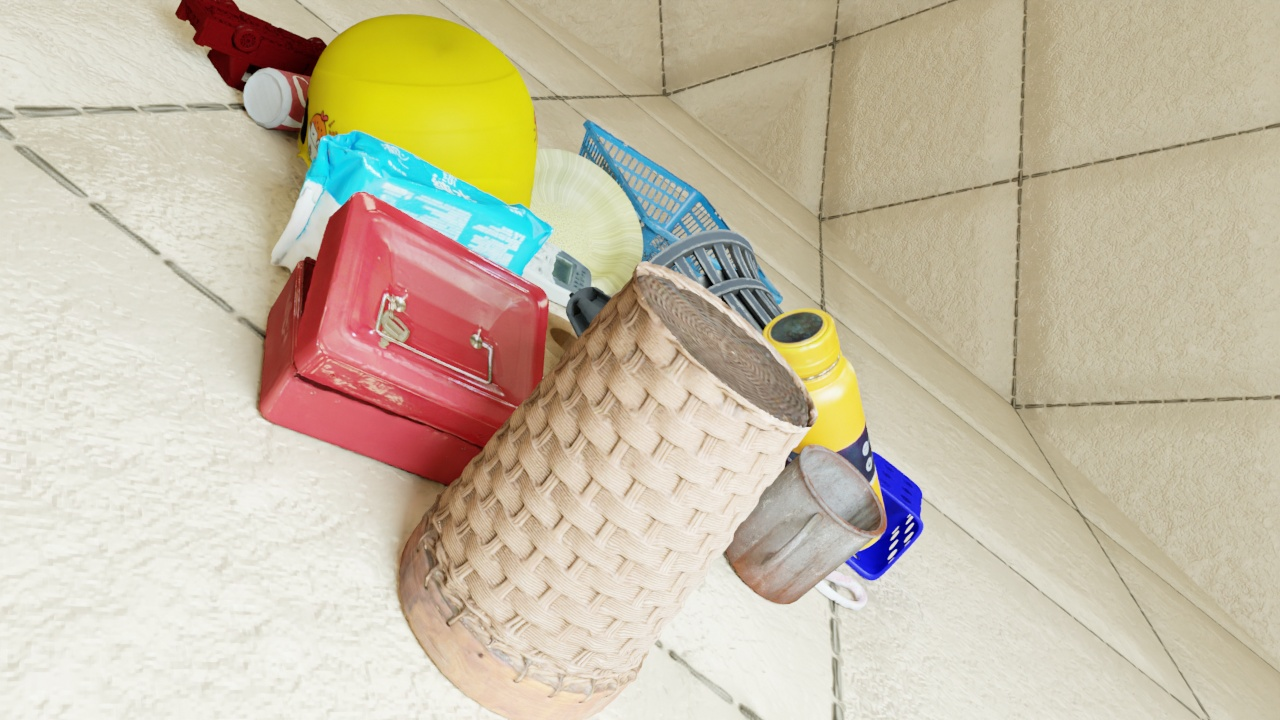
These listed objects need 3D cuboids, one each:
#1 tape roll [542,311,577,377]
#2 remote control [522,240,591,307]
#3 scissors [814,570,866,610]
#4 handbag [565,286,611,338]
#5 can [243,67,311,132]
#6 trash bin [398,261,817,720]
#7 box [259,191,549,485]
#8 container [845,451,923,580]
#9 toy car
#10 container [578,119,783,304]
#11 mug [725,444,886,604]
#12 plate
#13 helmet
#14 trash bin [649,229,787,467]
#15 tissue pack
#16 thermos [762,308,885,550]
[{"bbox_3d":[-0.072,-0.006,0.833,0.094,0.027,0.093,34,20,-14],"label":"tape roll"},{"bbox_3d":[-0.103,-0.099,0.961,0.114,0.028,0.060,31,43,-21],"label":"remote control"},{"bbox_3d":[0.139,0.182,0.819,0.178,0.016,0.101,22,26,-41],"label":"scissors"},{"bbox_3d":[-0.005,0.005,0.797,0.195,0.072,0.176,47,-3,37],"label":"handbag"},{"bbox_3d":[-0.324,-0.244,0.872,0.054,0.054,0.096,42,20,10],"label":"can"},{"bbox_3d":[-0.012,0.071,0.494,0.151,0.210,0.151,34,20,-15],"label":"trash bin"},{"bbox_3d":[-0.155,0.003,0.589,0.157,0.127,0.136,30,42,-33],"label":"box"},{"bbox_3d":[0.239,0.155,0.951,0.085,0.085,0.113,40,18,8],"label":"container"},{"bbox_3d":[-0.366,-0.297,0.902,0.070,0.062,0.169,50,22,27],"label":"toy car"},{"bbox_3d":[0.033,-0.197,1.356,0.257,0.089,0.361,26,23,-32],"label":"container"},{"bbox_3d":[0.125,0.139,0.738,0.096,0.110,0.122,43,29,15],"label":"mug"},{"bbox_3d":[-0.083,-0.152,1.051,0.184,0.036,0.184,16,60,-30],"label":"plate"},{"bbox_3d":[-0.190,-0.227,0.800,0.208,0.140,0.240,-12,61,-28],"label":"helmet"},{"bbox_3d":[0.105,0.000,0.951,0.164,0.164,0.227,16,33,-48],"label":"trash bin"},{"bbox_3d":[-0.176,-0.095,0.714,0.209,0.117,0.066,16,27,-46],"label":"tissue pack"},{"bbox_3d":[0.156,0.069,0.802,0.076,0.091,0.233,13,-44,39],"label":"thermos"}]
